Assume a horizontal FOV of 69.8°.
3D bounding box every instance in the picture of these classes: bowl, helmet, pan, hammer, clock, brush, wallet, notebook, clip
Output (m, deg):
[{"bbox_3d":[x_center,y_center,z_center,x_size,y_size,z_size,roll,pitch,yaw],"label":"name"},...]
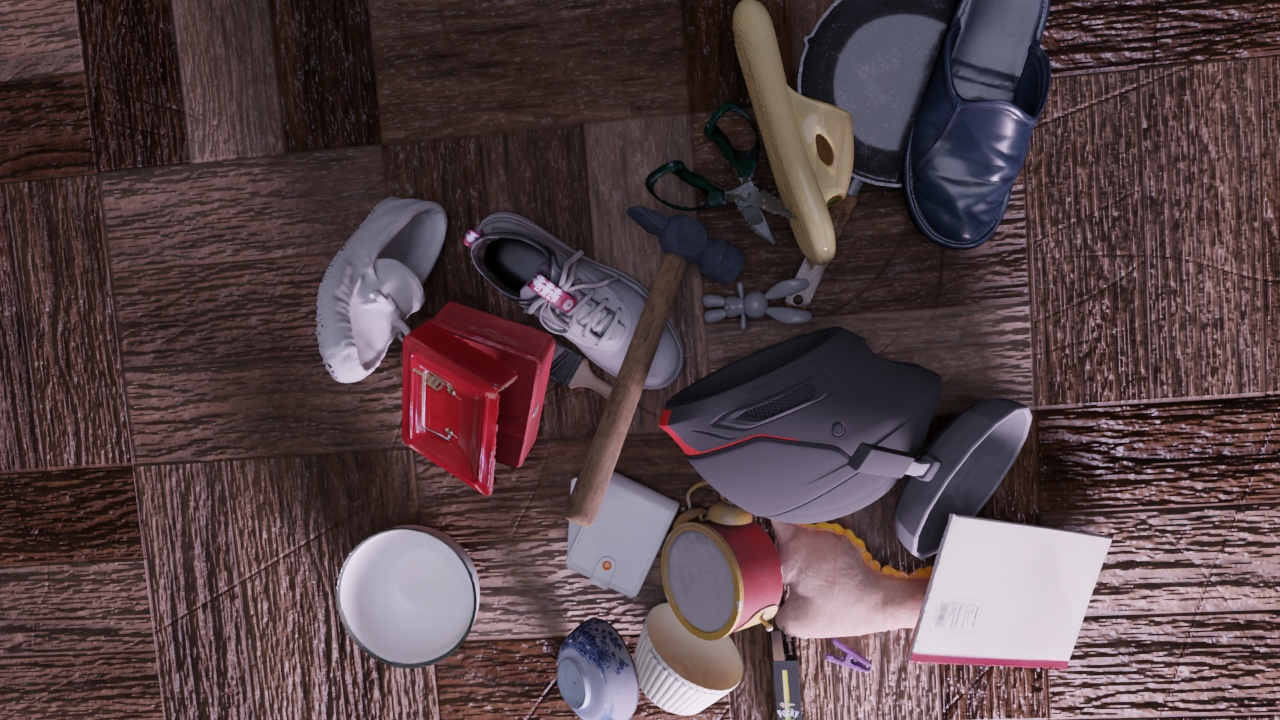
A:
[{"bbox_3d":[0.042,0.318,0.958,0.115,0.115,0.063,32,112,2],"label":"bowl"},{"bbox_3d":[-0.055,0.332,0.964,0.114,0.045,0.114,9,102,50],"label":"bowl"},{"bbox_3d":[0.167,0.069,0.889,0.264,0.164,0.170,-25,97,0],"label":"helmet"},{"bbox_3d":[0.227,-0.206,0.924,0.207,0.040,0.357,26,104,4],"label":"pan"},{"bbox_3d":[-0.005,0.005,0.889,0.129,0.040,0.321,27,76,-24],"label":"hammer"},{"bbox_3d":[0.086,0.201,0.942,0.117,0.081,0.158,-28,73,50],"label":"clock"},{"bbox_3d":[-0.244,0.247,0.997,0.153,0.073,0.153,1,96,6],"label":"bowl"},{"bbox_3d":[-0.071,0.012,0.987,0.151,0.012,0.039,32,97,3],"label":"brush"},{"bbox_3d":[-0.034,0.181,0.987,0.115,0.037,0.118,25,94,3],"label":"wallet"},{"bbox_3d":[0.255,0.095,0.814,0.041,0.356,0.179,39,103,33],"label":"pan"},{"bbox_3d":[0.367,0.234,0.909,0.208,0.012,0.153,11,99,-23],"label":"notebook"},{"bbox_3d":[0.223,0.313,0.983,0.052,0.014,0.042,0,93,9],"label":"clip"}]

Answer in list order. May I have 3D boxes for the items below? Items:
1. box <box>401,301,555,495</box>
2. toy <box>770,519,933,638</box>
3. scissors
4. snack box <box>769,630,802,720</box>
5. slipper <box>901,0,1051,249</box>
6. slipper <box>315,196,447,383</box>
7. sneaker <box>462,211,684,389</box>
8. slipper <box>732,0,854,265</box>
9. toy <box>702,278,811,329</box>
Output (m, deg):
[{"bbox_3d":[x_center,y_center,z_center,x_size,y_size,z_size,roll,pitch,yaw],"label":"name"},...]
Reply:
[{"bbox_3d":[-0.167,0.032,0.934,0.134,0.112,0.158,27,132,13],"label":"box"},{"bbox_3d":[0.265,0.216,0.944,0.264,0.065,0.196,-9,99,6],"label":"toy"},{"bbox_3d":[0.072,-0.162,0.898,0.142,0.015,0.209,-32,49,15],"label":"scissors"},{"bbox_3d":[0.155,0.369,0.961,0.025,0.080,0.147,-4,95,6],"label":"snack box"},{"bbox_3d":[0.315,-0.234,0.845,0.109,0.083,0.266,11,103,4],"label":"slipper"},{"bbox_3d":[-0.248,-0.075,0.900,0.075,0.246,0.112,-11,130,22],"label":"slipper"},{"bbox_3d":[-0.067,-0.059,0.923,0.263,0.128,0.097,36,100,-1],"label":"sneaker"},{"bbox_3d":[0.156,-0.221,0.870,0.079,0.111,0.261,-18,89,1],"label":"slipper"},{"bbox_3d":[0.118,-0.058,0.944,0.112,0.030,0.049,-4,95,23],"label":"toy"}]
